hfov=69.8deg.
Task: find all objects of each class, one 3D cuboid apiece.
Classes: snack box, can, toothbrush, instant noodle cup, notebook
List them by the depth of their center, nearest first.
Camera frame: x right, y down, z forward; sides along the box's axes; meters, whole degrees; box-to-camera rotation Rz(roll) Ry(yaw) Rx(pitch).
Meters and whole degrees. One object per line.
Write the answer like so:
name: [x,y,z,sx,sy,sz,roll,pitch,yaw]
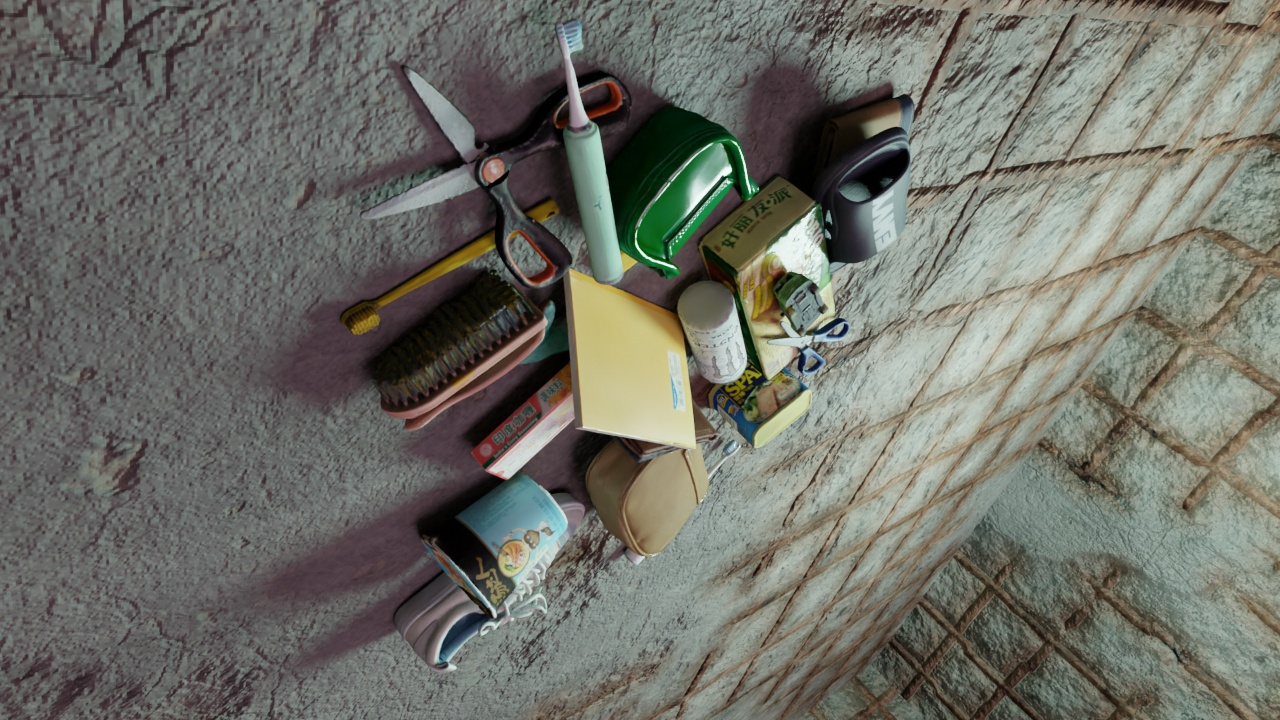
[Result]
toothbrush: [-0.039,-0.144,0.676,0.027,0.026,0.225,-18,138,-7]
toothbrush: [-0.141,-0.073,0.703,0.189,0.016,0.016,-33,147,-19]
notebook: [-0.005,0.005,0.866,0.010,0.145,0.206,-14,164,29]
snack box: [-0.089,0.051,0.888,0.155,0.027,0.077,-43,166,-4]
instant noodle cup: [-0.142,0.179,0.932,0.120,0.111,0.111,-42,151,-21]
can: [0.079,-0.027,0.977,0.058,0.058,0.147,-41,154,-8]
snack box: [0.144,-0.081,0.995,0.114,0.063,0.240,-41,149,-7]
can: [0.149,0.047,1.136,0.102,0.083,0.057,-37,149,-14]
toothbrush: [0.059,0.193,1.260,0.221,0.026,0.026,-48,127,5]

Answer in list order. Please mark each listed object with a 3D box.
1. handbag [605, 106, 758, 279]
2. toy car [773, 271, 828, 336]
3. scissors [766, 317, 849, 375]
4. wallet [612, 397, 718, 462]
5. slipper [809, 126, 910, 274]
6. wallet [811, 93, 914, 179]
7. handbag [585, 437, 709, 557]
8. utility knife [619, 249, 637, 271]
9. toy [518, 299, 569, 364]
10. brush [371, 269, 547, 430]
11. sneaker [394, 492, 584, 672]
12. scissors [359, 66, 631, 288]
handbag: [0.032,-0.137,0.773,0.131,0.068,0.120,-50,140,5]
toy car: [0.164,-0.059,0.944,0.043,0.036,0.091,-46,149,0]
scissors: [0.185,-0.014,1.053,0.170,0.012,0.141,-22,144,-34]
wallet: [0.014,0.055,0.962,0.124,0.101,0.032,-11,144,-45]
slipper: [0.239,-0.146,0.966,0.110,0.083,0.268,-33,162,-7]
wallet: [0.232,-0.224,0.962,0.115,0.033,0.090,-25,142,-29]
handbag: [0.008,0.136,1.067,0.147,0.100,0.205,-43,151,-18]
utility knife: [0.020,-0.126,0.838,0.153,0.015,0.033,-39,143,-9]
toy: [-0.077,-0.025,0.824,0.091,0.030,0.097,-24,152,-35]
brush: [-0.145,-0.002,0.738,0.145,0.063,0.073,-39,139,-9]
sneaker: [-0.148,0.244,1.008,0.242,0.091,0.090,-38,150,-14]
scissors: [-0.091,-0.137,0.668,0.220,0.022,0.235,-41,143,-13]
